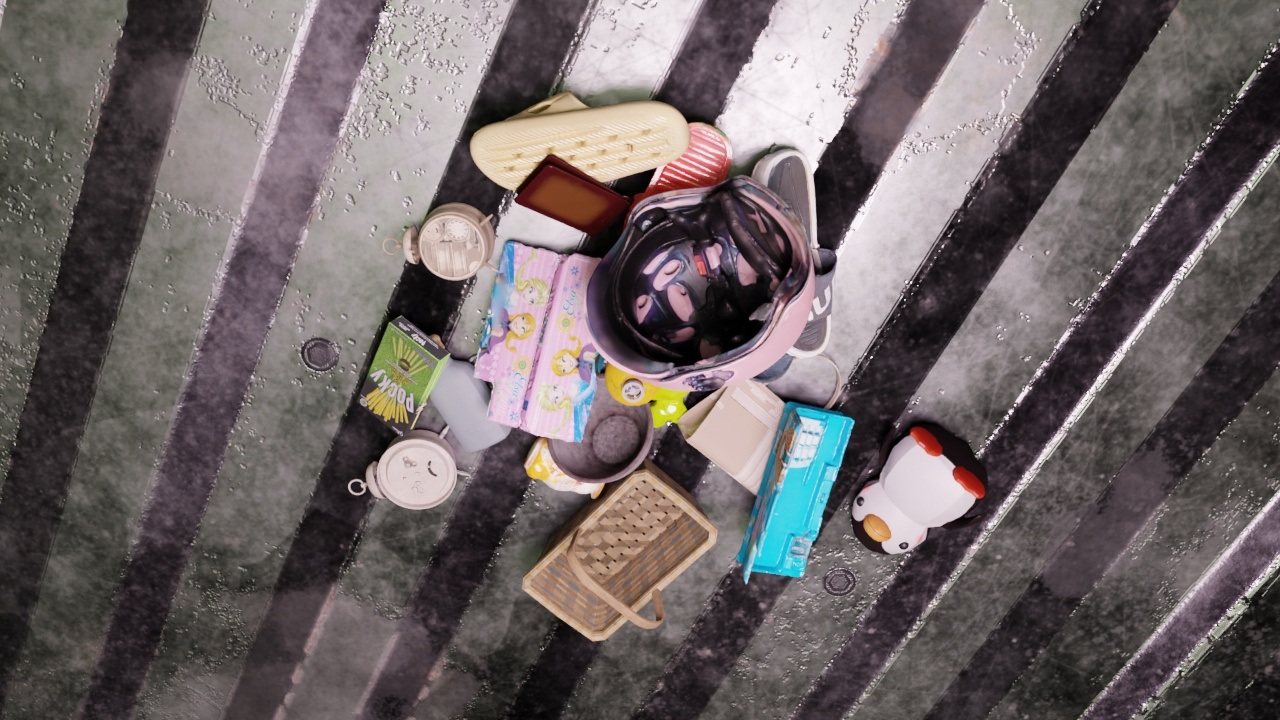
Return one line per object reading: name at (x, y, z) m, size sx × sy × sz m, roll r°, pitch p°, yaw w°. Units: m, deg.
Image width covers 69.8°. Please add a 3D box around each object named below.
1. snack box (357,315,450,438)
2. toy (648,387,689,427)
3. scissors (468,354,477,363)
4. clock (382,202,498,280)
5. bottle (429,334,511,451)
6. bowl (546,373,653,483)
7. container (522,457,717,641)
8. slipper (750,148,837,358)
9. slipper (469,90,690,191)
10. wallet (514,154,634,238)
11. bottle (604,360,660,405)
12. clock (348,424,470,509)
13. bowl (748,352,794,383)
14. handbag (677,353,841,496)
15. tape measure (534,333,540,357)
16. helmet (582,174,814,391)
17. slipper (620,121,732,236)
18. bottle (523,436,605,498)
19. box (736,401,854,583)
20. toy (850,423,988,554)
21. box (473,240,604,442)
snack box at (-0.307, 0.023, 1.180) m, size 0.080 × 0.025 × 0.148 m, roll 37°, pitch 125°, yaw 6°
toy at (0.035, 0.044, 1.210) m, size 0.094 × 0.036 × 0.093 m, roll -15°, pitch 118°, yaw 11°
scissors at (-0.162, -0.011, 1.203) m, size 0.161 × 0.014 × 0.118 m, roll -33°, pitch 107°, yaw 17°
clock at (-0.247, -0.142, 1.128) m, size 0.141 × 0.054 × 0.093 m, roll -3°, pitch 112°, yaw 0°
bottle at (-0.239, 0.041, 1.206) m, size 0.072 × 0.046 × 0.161 m, roll -22°, pitch 111°, yaw 21°
bowl at (-0.044, 0.095, 1.196) m, size 0.145 × 0.067 × 0.144 m, roll -7°, pitch 69°, yaw 18°
container at (-0.030, 0.264, 1.220) m, size 0.157 × 0.186 × 0.250 m, roll 41°, pitch 107°, yaw -14°
slipper at (0.193, -0.120, 1.102) m, size 0.111 × 0.063 × 0.264 m, roll -22°, pitch 112°, yaw -30°
slipper at (-0.066, -0.260, 1.060) m, size 0.262 × 0.079 × 0.111 m, roll -4°, pitch 143°, yaw 20°
wallet at (-0.079, -0.192, 1.087) m, size 0.115 × 0.018 × 0.092 m, roll 23°, pitch 146°, yaw -27°
bottle at (-0.007, 0.007, 1.125) m, size 0.071 × 0.163 × 0.071 m, roll 0°, pitch 112°, yaw 1°
clock at (-0.321, 0.149, 1.248) m, size 0.157 × 0.061 × 0.103 m, roll -18°, pitch 111°, yaw 0°
bowl at (0.129, -0.036, 1.152) m, size 0.057 × 0.136 × 0.137 m, roll -14°, pitch 118°, yaw 50°
handbag at (0.181, 0.072, 1.203) m, size 0.175 × 0.062 × 0.198 m, roll 39°, pitch 100°, yaw -22°
tape measure at (-0.110, -0.019, 1.185) m, size 0.059 × 0.038 × 0.058 m, roll 14°, pitch 112°, yaw -5°
helmet at (0.070, -0.069, 1.017) m, size 0.255 × 0.229 × 0.152 m, roll -29°, pitch 152°, yaw 8°
slipper at (0.036, -0.168, 1.109) m, size 0.103 × 0.059 × 0.249 m, roll 19°, pitch 110°, yaw -5°
bottle at (-0.101, 0.147, 1.239) m, size 0.109 × 0.063 × 0.063 m, roll 30°, pitch 110°, yaw -9°
box at (0.180, 0.170, 1.167) m, size 0.085 × 0.170 × 0.227 m, roll 23°, pitch 103°, yaw 36°
toy at (0.363, 0.180, 1.227) m, size 0.159 × 0.139 × 0.184 m, roll 47°, pitch 120°, yaw 18°
box at (-0.118, -0.024, 1.133) m, size 0.160 × 0.063 × 0.230 m, roll 14°, pitch 91°, yaw -7°
